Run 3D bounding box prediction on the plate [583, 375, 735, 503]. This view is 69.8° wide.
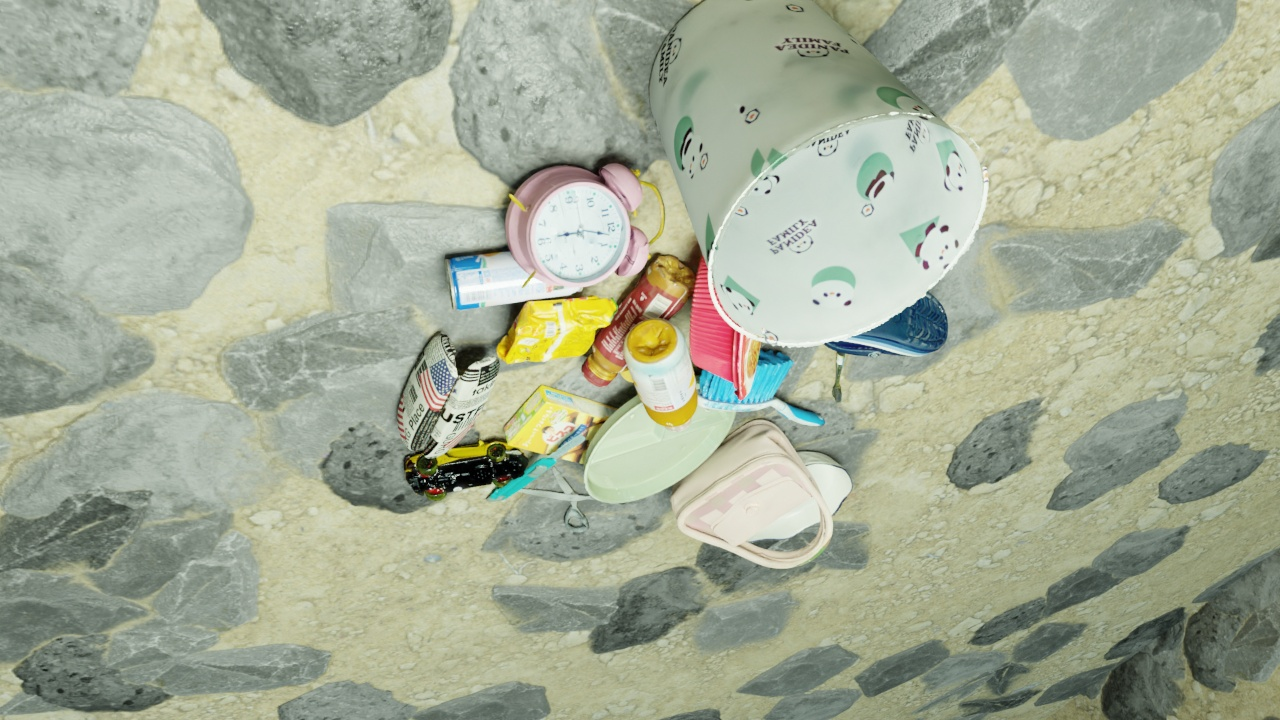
[{"bbox_3d":[0.024,0.103,1.204,0.229,0.027,0.231,-23,144,-18],"label":"plate"}]

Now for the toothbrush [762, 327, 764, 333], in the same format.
[{"bbox_3d":[0.161,-0.043,1.142,0.180,0.016,0.016,-11,142,-7],"label":"toothbrush"}]

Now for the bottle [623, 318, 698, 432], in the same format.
[{"bbox_3d":[0.028,0.025,1.036,0.068,0.068,0.190,-20,148,0],"label":"bottle"}]

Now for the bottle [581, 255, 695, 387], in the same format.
[{"bbox_3d":[-0.007,-0.040,1.040,0.057,0.057,0.175,15,129,-35],"label":"bottle"}]

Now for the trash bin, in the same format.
[{"bbox_3d":[0.128,-0.178,0.787,0.229,0.251,0.230,-12,139,-11],"label":"trash bin"}]

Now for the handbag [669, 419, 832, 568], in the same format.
[{"bbox_3d":[0.177,0.216,1.323,0.194,0.093,0.234,-37,116,21],"label":"handbag"}]

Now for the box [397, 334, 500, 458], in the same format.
[{"bbox_3d":[-0.226,0.039,1.036,0.076,0.087,0.163,-37,167,-51],"label":"box"}]

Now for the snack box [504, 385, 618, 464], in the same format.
[{"bbox_3d":[-0.092,0.085,1.166,0.140,0.033,0.087,22,124,-37],"label":"snack box"}]

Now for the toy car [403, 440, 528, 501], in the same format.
[{"bbox_3d":[-0.220,0.136,1.161,0.155,0.041,0.071,-9,139,-7],"label":"toy car"}]

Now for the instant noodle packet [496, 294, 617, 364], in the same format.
[{"bbox_3d":[-0.093,-0.034,0.991,0.110,0.044,0.129,-9,167,-21],"label":"instant noodle packet"}]

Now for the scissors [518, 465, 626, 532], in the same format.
[{"bbox_3d":[-0.096,0.197,1.309,0.180,0.014,0.160,1,134,-20],"label":"scissors"}]

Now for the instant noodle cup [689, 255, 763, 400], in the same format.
[{"bbox_3d":[0.096,-0.056,0.997,0.066,0.193,0.194,7,141,12],"label":"instant noodle cup"}]

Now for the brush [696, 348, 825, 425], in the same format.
[{"bbox_3d":[0.172,0.039,1.201,0.313,0.060,0.109,2,115,-47],"label":"brush"}]

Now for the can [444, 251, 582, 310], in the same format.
[{"bbox_3d":[-0.129,-0.086,0.939,0.134,0.053,0.053,-9,139,-14],"label":"can"}]

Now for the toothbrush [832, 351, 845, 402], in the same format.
[{"bbox_3d":[0.269,-0.005,1.225,0.012,0.017,0.186,-7,140,1],"label":"toothbrush"}]

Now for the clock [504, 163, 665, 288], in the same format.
[{"bbox_3d":[-0.049,-0.130,0.887,0.158,0.060,0.117,-16,113,-21],"label":"clock"}]

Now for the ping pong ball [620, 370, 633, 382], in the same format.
[{"bbox_3d":[-0.007,0.006,1.105,0.040,0.040,0.040,-12,140,-10],"label":"ping pong ball"}]

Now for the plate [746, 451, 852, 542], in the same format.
[{"bbox_3d":[0.226,0.211,1.432,0.204,0.045,0.205,-12,141,-10],"label":"plate"}]

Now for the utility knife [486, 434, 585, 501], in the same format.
[{"bbox_3d":[-0.137,0.143,1.190,0.029,0.013,0.223,13,144,-36],"label":"utility knife"}]

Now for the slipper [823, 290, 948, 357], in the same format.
[{"bbox_3d":[0.255,-0.061,1.103,0.252,0.105,0.095,11,158,-24],"label":"slipper"}]
